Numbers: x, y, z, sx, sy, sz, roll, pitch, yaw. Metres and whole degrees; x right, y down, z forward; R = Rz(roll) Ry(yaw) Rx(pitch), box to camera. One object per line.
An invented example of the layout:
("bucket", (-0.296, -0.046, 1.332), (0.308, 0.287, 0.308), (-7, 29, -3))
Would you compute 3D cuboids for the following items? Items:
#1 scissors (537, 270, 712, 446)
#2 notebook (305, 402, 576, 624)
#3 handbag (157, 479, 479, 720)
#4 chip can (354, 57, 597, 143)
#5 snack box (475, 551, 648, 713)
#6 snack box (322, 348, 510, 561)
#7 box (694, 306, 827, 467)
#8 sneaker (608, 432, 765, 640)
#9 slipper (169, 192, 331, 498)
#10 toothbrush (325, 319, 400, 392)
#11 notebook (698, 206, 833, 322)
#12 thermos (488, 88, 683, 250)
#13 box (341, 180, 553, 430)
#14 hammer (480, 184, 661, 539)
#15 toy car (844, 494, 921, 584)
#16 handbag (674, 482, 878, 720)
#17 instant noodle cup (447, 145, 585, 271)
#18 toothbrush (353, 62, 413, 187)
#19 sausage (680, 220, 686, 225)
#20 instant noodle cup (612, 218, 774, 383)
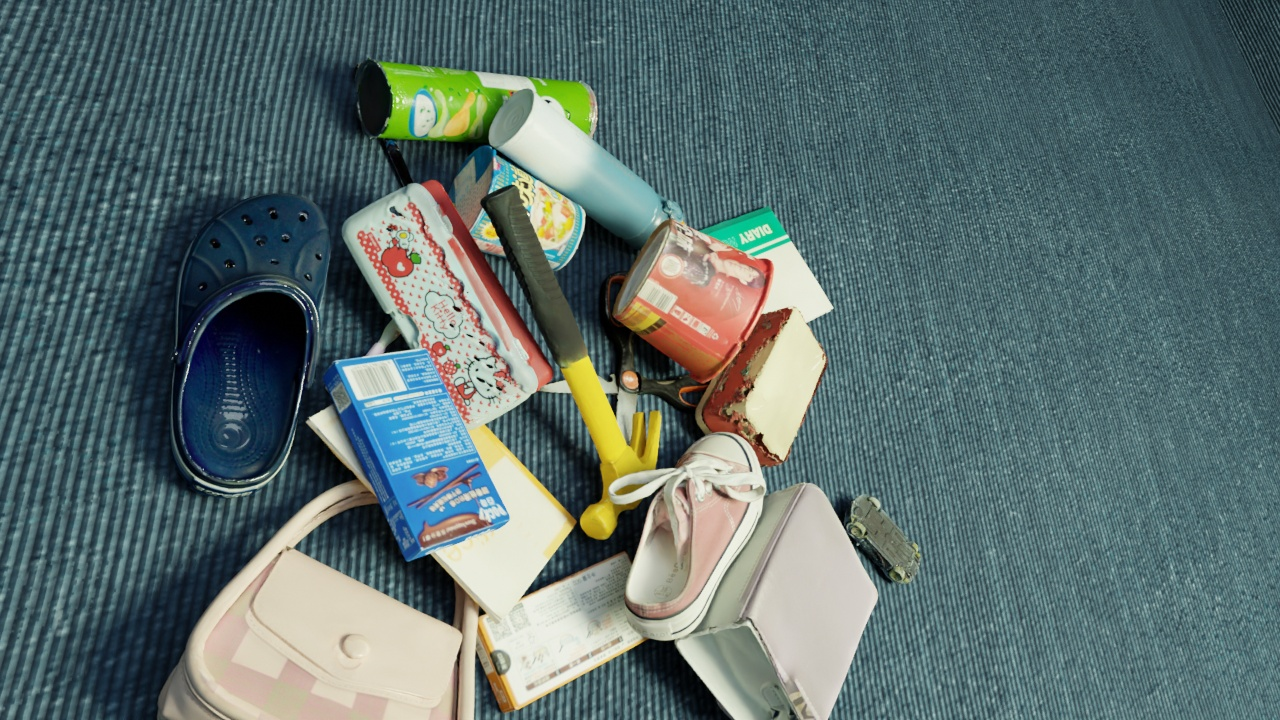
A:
("scissors", (-0.002, 0.007, 0.903), (0.232, 0.022, 0.220), (4, 63, -33))
("notebook", (-0.150, 0.094, 0.734), (0.206, 0.010, 0.145), (47, 29, -2))
("handbag", (-0.197, 0.185, 0.649), (0.193, 0.094, 0.233), (32, 41, -15))
("chip can", (-0.155, -0.247, 0.895), (0.235, 0.072, 0.072), (-8, 70, -41))
("snack box", (-0.059, 0.218, 0.748), (0.153, 0.026, 0.075), (-16, 75, -39))
("snack box", (-0.168, 0.066, 0.691), (0.084, 0.026, 0.157), (-12, 67, -49))
("box", (0.133, 0.024, 0.933), (0.091, 0.078, 0.167), (53, 46, -24))
("sneaker", (0.045, 0.123, 0.781), (0.240, 0.118, 0.088), (-55, 143, -52))
("slipper", (-0.291, -0.026, 0.682), (0.105, 0.095, 0.252), (16, 61, -30))
("toothbrush", (-0.207, -0.038, 0.792), (0.189, 0.029, 0.020), (-61, 146, -40))
("notebook", (0.119, -0.091, 1.046), (0.208, 0.012, 0.150), (-25, 80, -40))
("thermos", (-0.047, -0.180, 0.908), (0.220, 0.070, 0.070), (31, 50, -38))
("box", (-0.166, -0.043, 0.770), (0.100, 0.095, 0.201), (-33, 97, -23))
("hammer", (-0.057, -0.003, 0.769), (0.128, 0.033, 0.301), (-50, 125, -47))
("toy car", (0.253, 0.189, 0.969), (0.105, 0.031, 0.048), (49, 48, -4))
("handbag", (0.126, 0.223, 0.806), (0.145, 0.099, 0.196), (54, 38, -8))
("instant noodle cup", (-0.115, -0.134, 0.862), (0.109, 0.099, 0.099), (21, 55, -33))
("toothbrush", (-0.233, -0.200, 0.865), (0.014, 0.016, 0.189), (-16, 77, -38))
("sausage", (-0.020, -0.171, 0.987), (0.165, 0.022, 0.021), (16, 58, -26))
("instant noodle cup", (0.046, -0.064, 0.877), (0.108, 0.138, 0.137), (29, 52, -12))
